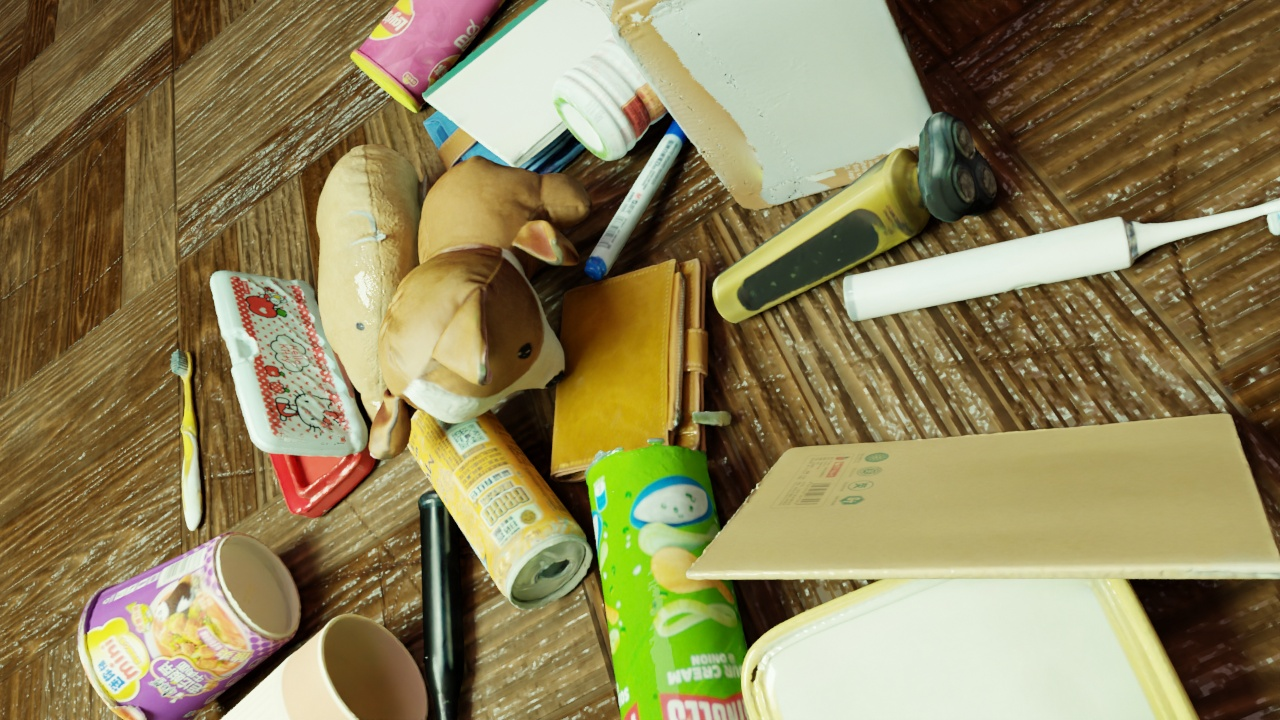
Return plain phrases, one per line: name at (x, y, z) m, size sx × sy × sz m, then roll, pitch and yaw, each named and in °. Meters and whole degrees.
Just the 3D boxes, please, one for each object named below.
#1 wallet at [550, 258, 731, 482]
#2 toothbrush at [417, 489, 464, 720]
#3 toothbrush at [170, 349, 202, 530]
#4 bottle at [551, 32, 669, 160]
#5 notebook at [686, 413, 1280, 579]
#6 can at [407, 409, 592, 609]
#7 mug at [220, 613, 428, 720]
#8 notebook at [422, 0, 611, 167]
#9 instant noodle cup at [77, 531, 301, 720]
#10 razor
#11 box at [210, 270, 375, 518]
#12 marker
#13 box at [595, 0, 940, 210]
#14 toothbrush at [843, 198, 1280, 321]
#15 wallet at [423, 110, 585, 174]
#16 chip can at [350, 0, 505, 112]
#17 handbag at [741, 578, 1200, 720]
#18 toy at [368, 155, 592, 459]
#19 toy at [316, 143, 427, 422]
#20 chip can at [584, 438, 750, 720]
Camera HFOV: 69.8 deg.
wallet at (-0.003, 0.003, 0.563) m, size 0.119 × 0.035 × 0.130 m, roll -12°, pitch 60°, yaw 29°
toothbrush at (-0.119, 0.180, 0.551) m, size 0.026 × 0.027 × 0.212 m, roll 124°, pitch 145°, yaw -51°
toothbrush at (-0.388, 0.062, 0.782) m, size 0.016 × 0.018 × 0.191 m, roll -34°, pitch 53°, yaw 15°
bottle at (0.028, -0.226, 0.635) m, size 0.196 × 0.068 × 0.068 m, roll -45°, pitch 51°, yaw -7°
notebook at (0.140, 0.058, 0.394) m, size 0.208 × 0.147 × 0.008 m, roll -8°, pitch 102°, yaw 28°
can at (-0.090, 0.081, 0.563) m, size 0.058 × 0.058 × 0.146 m, roll -47°, pitch 51°, yaw 3°
mug at (-0.185, 0.227, 0.534) m, size 0.106 × 0.081 × 0.114 m, roll -40°, pitch 54°, yaw 10°
notebook at (-0.057, -0.244, 0.710) m, size 0.209 × 0.012 × 0.150 m, roll -42°, pitch 50°, yaw -8°
instant noodle cup at (-0.293, 0.175, 0.618) m, size 0.099 × 0.111 × 0.111 m, roll -31°, pitch 53°, yaw 3°
razor at (0.115, -0.071, 0.518) m, size 0.168 × 0.062 × 0.067 m, roll -30°, pitch 24°, yaw 22°
box at (-0.274, 0.011, 0.687) m, size 0.095 × 0.099 × 0.201 m, roll -41°, pitch 52°, yaw 7°
marker at (0.002, -0.114, 0.615) m, size 0.017 × 0.017 × 0.145 m, roll 13°, pitch 64°, yaw 36°
box at (0.078, -0.179, 0.512) m, size 0.151 × 0.182 × 0.168 m, roll -48°, pitch 52°, yaw 2°
toothbrush at (0.213, -0.053, 0.464) m, size 0.221 × 0.026 × 0.026 m, roll -11°, pitch 100°, yaw 27°
wallet at (-0.109, -0.180, 0.722) m, size 0.106 × 0.040 × 0.133 m, roll -37°, pitch 51°, yaw 5°
chip can at (-0.158, -0.321, 0.800) m, size 0.210 × 0.071 × 0.071 m, roll -51°, pitch 51°, yaw 0°
handbag at (0.147, 0.173, 0.379) m, size 0.164 × 0.063 × 0.178 m, roll -27°, pitch 70°, yaw 18°
toy at (-0.099, -0.034, 0.571) m, size 0.140 × 0.130 × 0.199 m, roll -46°, pitch 19°, yaw 37°
toy at (-0.193, -0.052, 0.665) m, size 0.082 × 0.144 × 0.225 m, roll -3°, pitch 61°, yaw -11°
chip can at (0.021, 0.156, 0.449) m, size 0.072 × 0.072 × 0.235 m, roll -24°, pitch 56°, yaw 20°
